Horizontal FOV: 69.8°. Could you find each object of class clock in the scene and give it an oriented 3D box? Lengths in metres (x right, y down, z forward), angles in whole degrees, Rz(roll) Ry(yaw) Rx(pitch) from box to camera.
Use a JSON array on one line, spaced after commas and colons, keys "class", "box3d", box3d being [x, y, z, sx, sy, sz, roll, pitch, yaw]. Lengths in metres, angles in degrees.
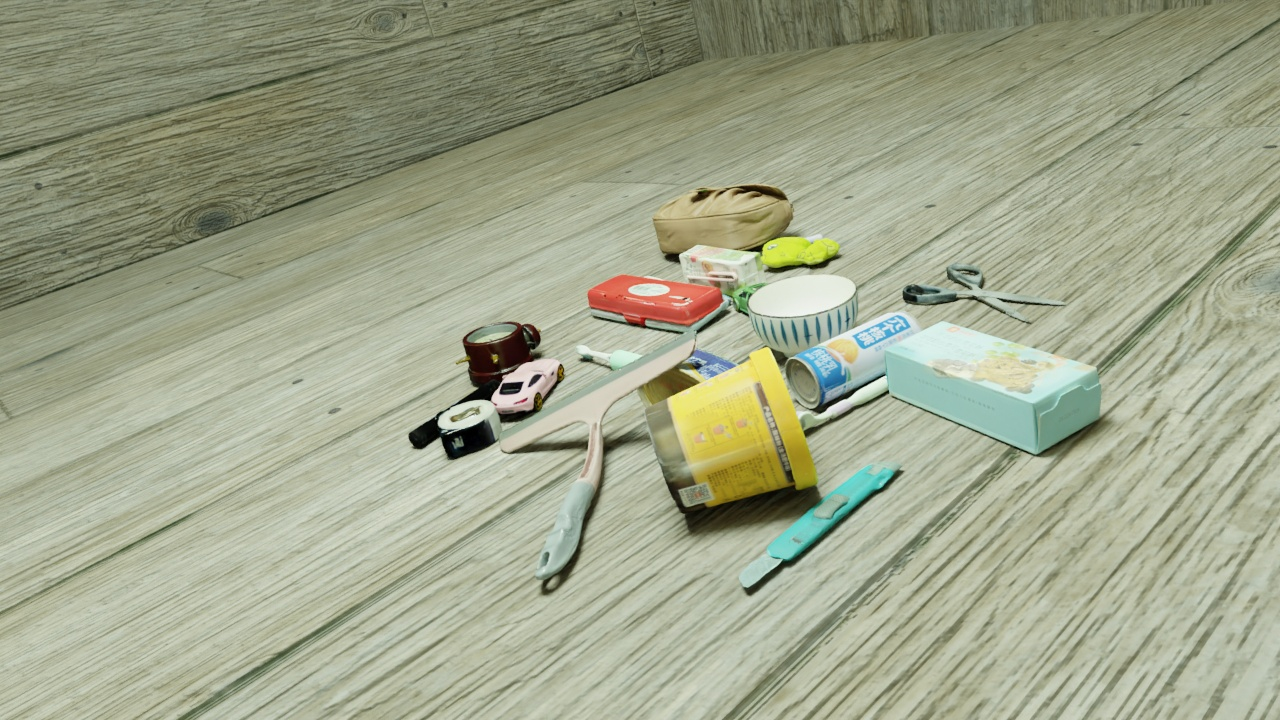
[{"class": "clock", "box3d": [-0.171, -0.015, 1.133, 0.082, 0.055, 0.121, -2, 24, 26]}]

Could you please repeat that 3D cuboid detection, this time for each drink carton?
[{"class": "drink carton", "box3d": [0.106, -0.117, 1.208, 0.045, 0.053, 0.123, -30, 27, -28]}]

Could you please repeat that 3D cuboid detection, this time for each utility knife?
[{"class": "utility knife", "box3d": [0.139, 0.121, 0.704, 0.186, 0.013, 0.029, -31, 28, -33]}]

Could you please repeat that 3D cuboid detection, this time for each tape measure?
[{"class": "tape measure", "box3d": [-0.182, 0.070, 0.976, 0.066, 0.033, 0.066, -20, 26, -13]}]

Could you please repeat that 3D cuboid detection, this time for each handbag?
[{"class": "handbag", "box3d": [0.116, -0.210, 1.347, 0.147, 0.100, 0.205, -25, 21, -34]}]

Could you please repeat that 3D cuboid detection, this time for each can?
[{"class": "can", "box3d": [0.054, 0.031, 0.880, 0.049, 0.075, 0.148, -23, 25, -28]}, {"class": "can", "box3d": [0.210, -0.003, 0.891, 0.134, 0.053, 0.053, -23, 25, -20]}]

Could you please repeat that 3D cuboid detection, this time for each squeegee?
[{"class": "squeegee", "box3d": [-0.054, 0.105, 0.807, 0.248, 0.040, 0.249, -28, 26, 25]}]

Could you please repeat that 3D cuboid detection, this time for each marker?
[{"class": "marker", "box3d": [-0.206, 0.059, 1.034, 0.022, 0.020, 0.131, 29, 41, 23]}]

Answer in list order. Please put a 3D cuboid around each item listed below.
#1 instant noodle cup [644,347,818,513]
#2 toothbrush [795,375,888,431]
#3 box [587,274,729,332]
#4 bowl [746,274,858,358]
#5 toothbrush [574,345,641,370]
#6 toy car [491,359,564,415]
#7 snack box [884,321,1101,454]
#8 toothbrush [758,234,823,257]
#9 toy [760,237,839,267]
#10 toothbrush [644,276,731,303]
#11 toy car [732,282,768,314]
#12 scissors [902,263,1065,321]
[{"class": "instant noodle cup", "box3d": [0.072, 0.064, 0.752, 0.114, 0.118, 0.118, -20, 23, 4]}, {"class": "toothbrush", "box3d": [0.220, 0.025, 0.868, 0.189, 0.029, 0.020, -23, 67, -22]}, {"class": "box", "box3d": [0.020, -0.074, 1.187, 0.086, 0.047, 0.201, -31, 28, -34]}, {"class": "bowl", "box3d": [0.176, -0.042, 0.982, 0.116, 0.066, 0.116, -11, 24, 5]}, {"class": "toothbrush", "box3d": [-0.006, 0.006, 1.030, 0.225, 0.027, 0.026, 15, 66, 49]}, {"class": "toy car", "box3d": [-0.129, 0.026, 1.042, 0.056, 0.037, 0.122, -3, 24, 19]}, {"class": "snack box", "box3d": [0.299, 0.018, 0.796, 0.074, 0.052, 0.175, -24, 26, -21]}, {"class": "toothbrush", "box3d": [0.169, -0.149, 1.292, 0.189, 0.029, 0.021, -15, 64, -7]}, {"class": "toy", "box3d": [0.213, -0.147, 1.245, 0.096, 0.031, 0.100, -31, 33, -34]}, {"class": "toothbrush", "box3d": [0.060, -0.095, 1.234, 0.017, 0.016, 0.188, -18, 22, -29]}, {"class": "toy car", "box3d": [0.145, -0.074, 1.115, 0.043, 0.036, 0.091, -23, 21, -16]}, {"class": "scissors", "box3d": [0.374, -0.074, 1.016, 0.178, 0.014, 0.159, -2, 29, 22]}]
